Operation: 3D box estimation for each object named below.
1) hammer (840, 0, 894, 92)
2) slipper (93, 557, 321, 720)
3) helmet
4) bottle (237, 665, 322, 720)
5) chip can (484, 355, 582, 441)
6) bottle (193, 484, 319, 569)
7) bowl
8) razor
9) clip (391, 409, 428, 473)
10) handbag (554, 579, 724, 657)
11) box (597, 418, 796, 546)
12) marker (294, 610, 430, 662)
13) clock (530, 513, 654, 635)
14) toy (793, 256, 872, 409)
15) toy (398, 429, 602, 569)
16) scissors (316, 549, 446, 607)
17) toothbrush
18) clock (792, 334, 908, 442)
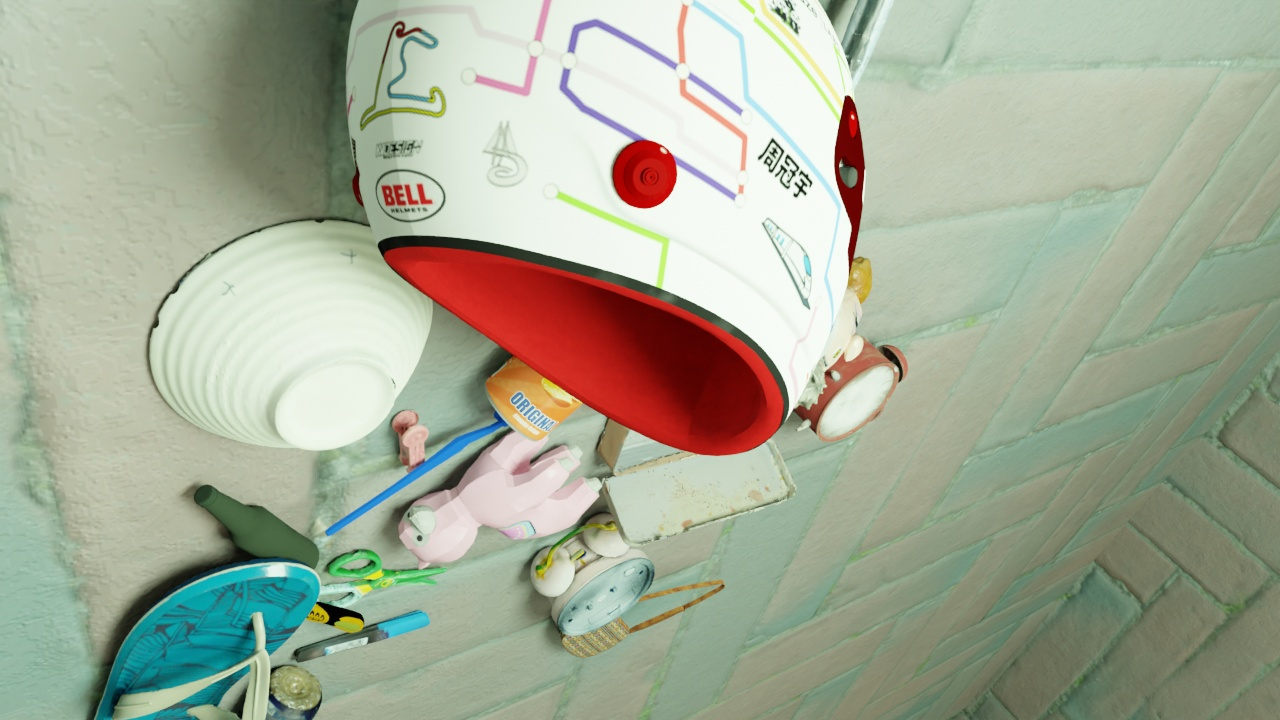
[{"bbox_3d":[0.143,-0.194,0.655,0.140,0.036,0.327,-58,168,-66],"label":"hammer"},{"bbox_3d":[-0.346,0.255,0.701,0.118,0.060,0.296,19,122,-37],"label":"slipper"},{"bbox_3d":[-0.002,-0.110,0.480,0.314,0.231,0.235,40,63,-49],"label":"helmet"},{"bbox_3d":[-0.343,0.343,0.824,0.056,0.056,0.161,13,120,-49],"label":"bottle"},{"bbox_3d":[-0.020,-0.029,0.687,0.210,0.062,0.062,-41,145,10],"label":"chip can"},{"bbox_3d":[-0.277,0.122,0.661,0.033,0.033,0.123,-34,144,-7],"label":"bottle"},{"bbox_3d":[-0.199,0.006,0.569,0.177,0.071,0.178,-25,143,-21],"label":"bowl"},{"bbox_3d":[-0.282,0.198,0.741,0.044,0.021,0.144,-46,134,9],"label":"razor"},{"bbox_3d":[-0.170,0.067,0.694,0.022,0.039,0.059,-26,148,-29],"label":"clip"},{"bbox_3d":[0.000,0.279,1.043,0.196,0.043,0.093,-21,143,4],"label":"handbag"},{"bbox_3d":[0.069,0.093,0.889,0.216,0.094,0.121,-11,132,-35],"label":"box"},{"bbox_3d":[-0.254,0.253,0.843,0.122,0.015,0.018,-9,132,-32],"label":"marker"},{"bbox_3d":[-0.052,0.217,0.947,0.116,0.059,0.158,-33,144,-10],"label":"clock"},{"bbox_3d":[0.166,-0.021,0.851,0.175,0.076,0.133,-52,167,-8],"label":"toy"},{"bbox_3d":[-0.120,0.122,0.775,0.157,0.067,0.123,-36,146,2],"label":"toy"},{"bbox_3d":[-0.229,0.200,0.807,0.078,0.013,0.132,-46,144,13],"label":"scissors"},{"bbox_3d":[-0.159,0.077,0.700,0.186,0.011,0.017,-33,148,-31],"label":"toothbrush"},{"bbox_3d":[0.226,0.024,0.981,0.156,0.062,0.110,-6,133,-39],"label":"clock"}]
